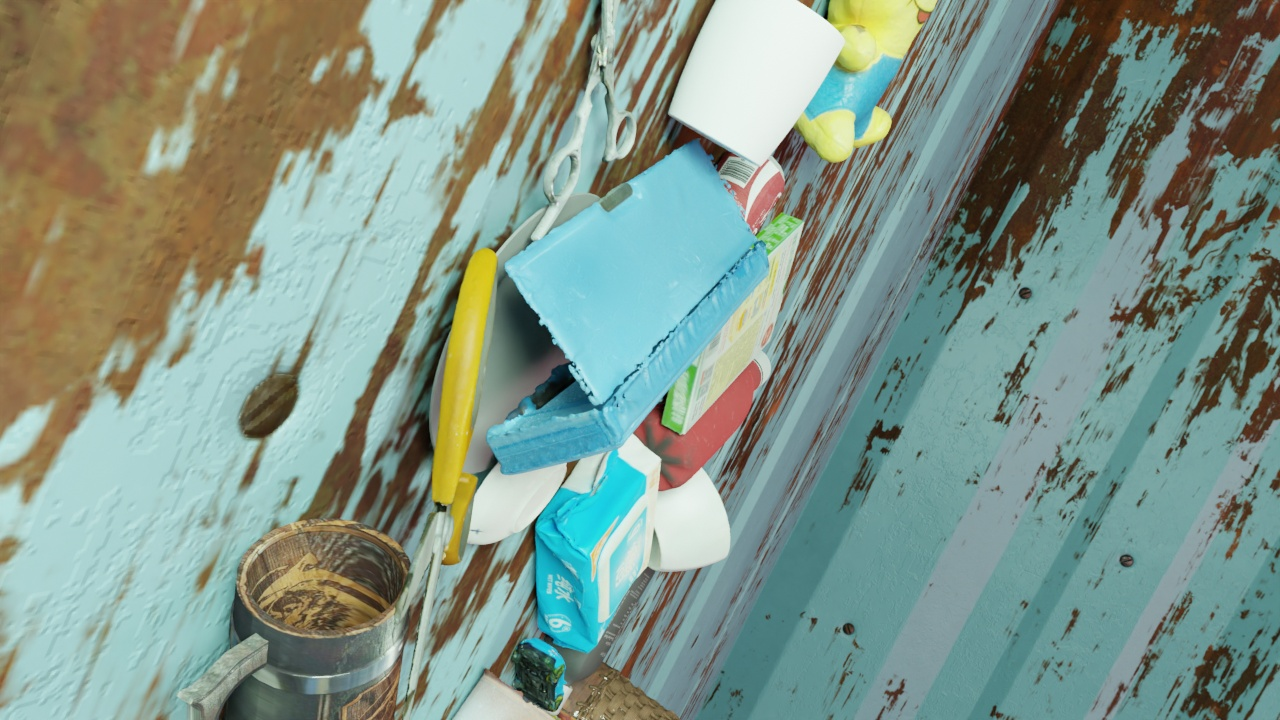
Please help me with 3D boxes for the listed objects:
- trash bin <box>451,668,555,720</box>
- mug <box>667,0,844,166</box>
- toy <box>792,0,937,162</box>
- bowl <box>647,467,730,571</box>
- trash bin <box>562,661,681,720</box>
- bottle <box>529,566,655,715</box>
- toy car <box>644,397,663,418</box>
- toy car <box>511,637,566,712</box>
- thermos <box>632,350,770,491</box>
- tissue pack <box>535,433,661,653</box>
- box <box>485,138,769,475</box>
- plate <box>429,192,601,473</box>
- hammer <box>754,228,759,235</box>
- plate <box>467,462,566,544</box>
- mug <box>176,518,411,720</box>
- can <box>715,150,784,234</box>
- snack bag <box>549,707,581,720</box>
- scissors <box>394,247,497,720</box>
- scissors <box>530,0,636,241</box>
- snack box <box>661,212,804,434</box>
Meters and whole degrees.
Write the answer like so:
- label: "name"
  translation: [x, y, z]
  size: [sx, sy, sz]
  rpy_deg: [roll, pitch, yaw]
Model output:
- label: "trash bin"
  translation: [-0.091, 0.401, 0.794]
  size: [0.157, 0.181, 0.260]
  rpy_deg: [-53, 160, -21]
- label: "mug"
  translation: [0.065, -0.179, 0.579]
  size: [0.088, 0.081, 0.114]
  rpy_deg: [-60, -167, 12]
- label: "toy"
  translation: [0.184, -0.273, 0.734]
  size: [0.148, 0.084, 0.214]
  rpy_deg: [-31, 142, -59]
- label: "bowl"
  translation: [0.027, 0.149, 0.870]
  size: [0.065, 0.116, 0.117]
  rpy_deg: [-21, 143, -23]
- label: "trash bin"
  translation: [-0.006, 0.467, 1.062]
  size: [0.151, 0.210, 0.151]
  rpy_deg: [-51, 159, -29]
- label: "bottle"
  translation: [-0.052, 0.267, 0.915]
  size: [0.173, 0.046, 0.084]
  rpy_deg: [-58, 161, -13]
- label: "toy car"
  translation: [-0.004, 0.004, 0.647]
  size: [0.119, 0.056, 0.044]
  rpy_deg: [-60, 179, -46]
- label: "toy car"
  translation: [-0.090, 0.285, 0.839]
  size: [0.032, 0.048, 0.105]
  rpy_deg: [-51, 158, -40]
- label: "thermos"
  translation: [0.065, 0.041, 0.869]
  size: [0.239, 0.073, 0.073]
  rpy_deg: [-36, 148, -55]
- label: "tissue pack"
  translation: [-0.037, 0.153, 0.772]
  size: [0.116, 0.066, 0.210]
  rpy_deg: [-50, 156, -37]
- label: "box"
  translation: [-0.016, -0.043, 0.547]
  size: [0.112, 0.094, 0.230]
  rpy_deg: [61, 38, -14]
- label: "plate"
  translation: [-0.066, -0.015, 0.535]
  size: [0.178, 0.012, 0.179]
  rpy_deg: [-51, 159, -30]
- label: "hammer"
  translation: [0.032, -0.019, 0.762]
  size: [0.313, 0.035, 0.138]
  rpy_deg: [-37, 148, -52]
- label: "plate"
  translation: [-0.075, 0.084, 0.603]
  size: [0.104, 0.026, 0.104]
  rpy_deg: [-51, 169, -15]
- label: "mug"
  translation: [-0.156, 0.145, 0.410]
  size: [0.115, 0.080, 0.107]
  rpy_deg: [-42, 152, -58]
- label: "can"
  translation: [0.064, -0.110, 0.686]
  size: [0.096, 0.054, 0.054]
  rpy_deg: [-56, 161, -18]
- label: "snack bag"
  translation: [-0.046, 0.454, 0.939]
  size: [0.138, 0.208, 0.067]
  rpy_deg: [-53, 159, -28]
- label: "scissors"
  translation: [-0.090, 0.066, 0.432]
  size: [0.229, 0.016, 0.225]
  rpy_deg: [115, -17, -71]
- label: "scissors"
  translation: [-0.025, -0.142, 0.452]
  size: [0.146, 0.014, 0.142]
  rpy_deg: [-58, 157, -25]
- label: "snack box"
  translation: [0.078, -0.033, 0.765]
  size: [0.167, 0.027, 0.132]
  rpy_deg: [-42, 152, -44]
